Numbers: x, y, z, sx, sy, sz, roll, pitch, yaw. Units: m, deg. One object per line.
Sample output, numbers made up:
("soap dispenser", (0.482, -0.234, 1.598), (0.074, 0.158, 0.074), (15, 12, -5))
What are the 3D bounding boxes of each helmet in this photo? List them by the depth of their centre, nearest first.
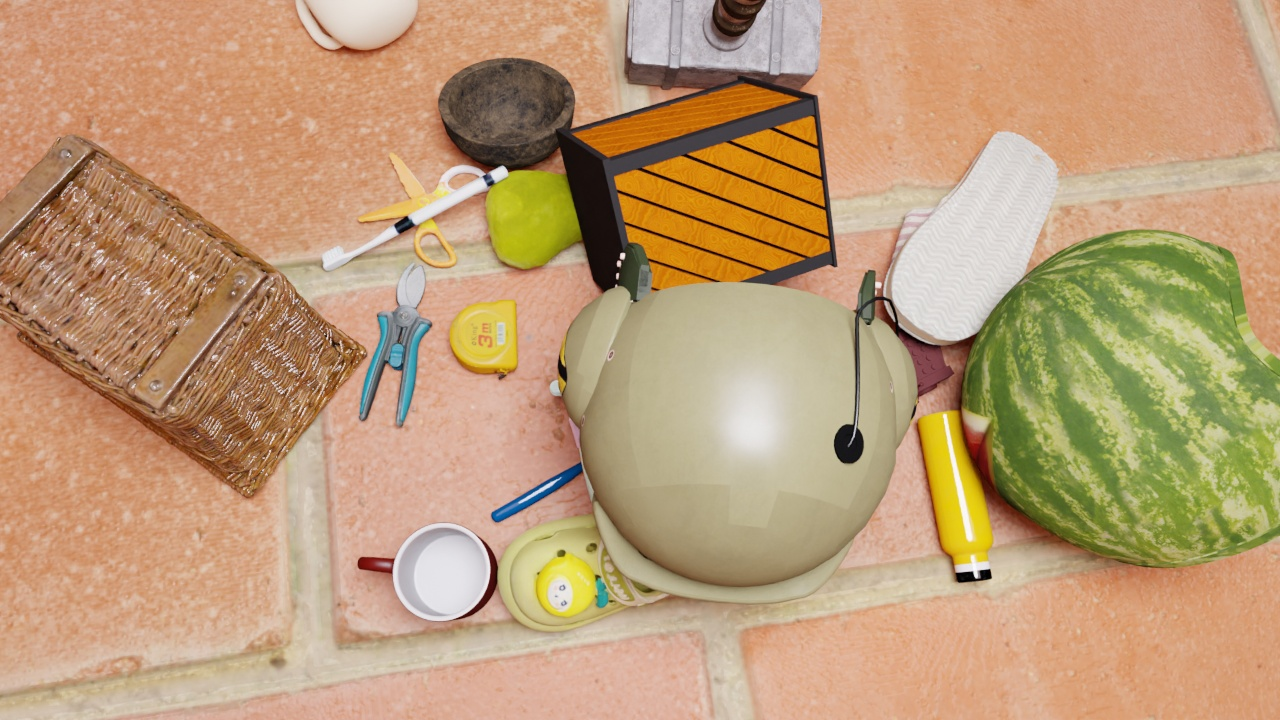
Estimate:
("helmet", (0.063, 0.051, 0.650), (0.250, 0.256, 0.232), (6, 71, -1))
("helmet", (0.381, 0.029, 0.732), (0.243, 0.213, 0.247), (-31, 91, 6))

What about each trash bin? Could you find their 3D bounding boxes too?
("trash bin", (0.044, -0.135, 0.758), (0.171, 0.139, 0.140), (-19, 118, -11))

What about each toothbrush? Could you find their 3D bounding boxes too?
("toothbrush", (-0.045, 0.089, 0.775), (0.022, 0.015, 0.154), (-19, 91, -42))
("toothbrush", (-0.053, 0.094, 0.790), (0.167, 0.014, 0.014), (-30, 89, -10))
("toothbrush", (-0.201, -0.127, 0.812), (0.187, 0.012, 0.017), (-26, 76, 5))

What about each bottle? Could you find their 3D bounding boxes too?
("bottle", (0.274, 0.118, 0.793), (0.043, 0.043, 0.143), (-5, 76, -6))

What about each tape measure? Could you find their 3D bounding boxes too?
("tape measure", (-0.137, -0.018, 0.804), (0.059, 0.030, 0.068), (-3, 73, -5))

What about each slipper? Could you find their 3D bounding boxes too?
("slipper", (-0.016, 0.167, 0.732), (0.190, 0.081, 0.091), (-15, 101, -11))
("slipper", (0.303, -0.114, 0.850), (0.115, 0.052, 0.262), (38, 64, 4))

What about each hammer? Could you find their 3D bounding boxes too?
("hammer", (0.083, -0.294, 0.742), (0.177, 0.326, 0.079), (3, 92, -4))

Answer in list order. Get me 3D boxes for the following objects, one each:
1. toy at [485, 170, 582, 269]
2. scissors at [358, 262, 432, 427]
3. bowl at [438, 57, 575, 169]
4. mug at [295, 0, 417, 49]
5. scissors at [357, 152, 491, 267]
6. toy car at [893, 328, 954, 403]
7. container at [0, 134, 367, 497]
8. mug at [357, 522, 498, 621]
("toy", (-0.083, -0.131, 0.826), (0.110, 0.051, 0.090), (-11, 78, -8))
("scissors", (-0.207, -0.011, 0.804), (0.133, 0.019, 0.146), (-37, 80, -15))
("bowl", (-0.120, -0.216, 0.838), (0.121, 0.056, 0.121), (1, 54, -2))
("mug", (-0.267, -0.336, 0.849), (0.120, 0.096, 0.100), (-30, 91, 27))
("scissors", (-0.193, -0.144, 0.842), (0.131, 0.011, 0.125), (-31, 81, -13))
("toy car", (0.194, 0.021, 0.802), (0.169, 0.062, 0.070), (-25, 79, -10))
("container", (-0.374, -0.039, 0.711), (0.250, 0.183, 0.162), (33, 73, 4))
("mug", (-0.168, 0.167, 0.726), (0.105, 0.083, 0.073), (7, 75, -3))
